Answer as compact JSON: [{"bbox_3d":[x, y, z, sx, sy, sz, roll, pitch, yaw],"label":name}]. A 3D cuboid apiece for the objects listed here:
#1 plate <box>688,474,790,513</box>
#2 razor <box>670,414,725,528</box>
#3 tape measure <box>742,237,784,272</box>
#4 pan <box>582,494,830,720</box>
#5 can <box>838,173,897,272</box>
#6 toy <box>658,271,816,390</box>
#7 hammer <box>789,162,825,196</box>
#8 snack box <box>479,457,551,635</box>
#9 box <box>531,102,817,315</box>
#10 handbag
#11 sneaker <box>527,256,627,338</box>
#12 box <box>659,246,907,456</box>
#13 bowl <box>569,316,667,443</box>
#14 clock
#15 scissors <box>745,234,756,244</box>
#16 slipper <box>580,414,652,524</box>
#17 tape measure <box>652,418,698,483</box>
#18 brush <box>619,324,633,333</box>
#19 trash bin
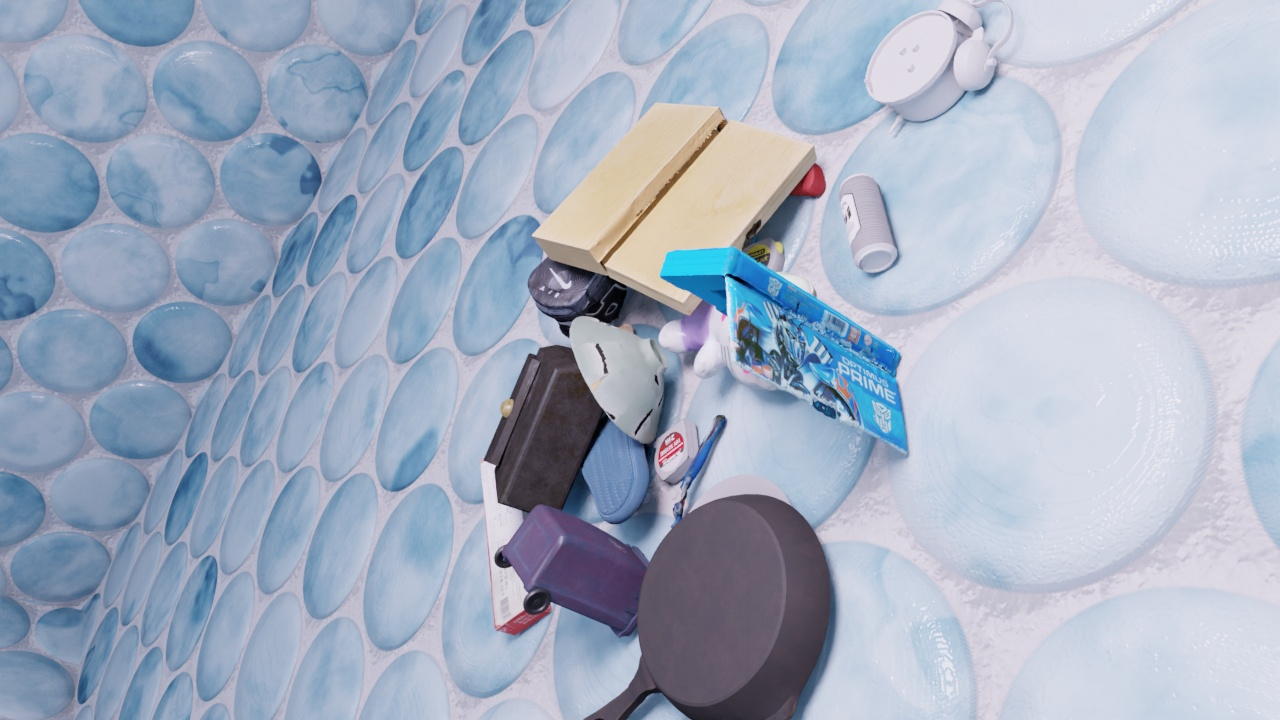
[{"bbox_3d":[0.098,0.202,0.934,0.173,0.019,0.172,-30,47,38],"label":"plate"},{"bbox_3d":[0.062,0.123,1.021,0.018,0.044,0.140,22,78,13],"label":"razor"},{"bbox_3d":[0.140,-0.109,1.076,0.064,0.016,0.065,-15,57,47],"label":"tape measure"},{"bbox_3d":[0.037,0.279,0.907,0.357,0.043,0.248,-49,38,21],"label":"pan"},{"bbox_3d":[0.235,-0.143,0.953,0.044,0.044,0.106,-33,45,36],"label":"can"},{"bbox_3d":[0.109,-0.037,1.014,0.209,0.085,0.137,23,90,56],"label":"toy"},{"bbox_3d":[0.117,-0.234,1.173,0.316,0.036,0.126,23,90,54],"label":"hammer"},{"bbox_3d":[-0.171,0.230,1.241,0.077,0.044,0.272,-38,43,23],"label":"snack box"},{"bbox_3d":[0.035,-0.191,1.080,0.257,0.076,0.246,28,71,36],"label":"box"},{"bbox_3d":[-0.133,0.073,1.188,0.197,0.102,0.199,-67,19,5],"label":"handbag"},{"bbox_3d":[-0.043,-0.126,1.241,0.097,0.151,0.251,25,64,22],"label":"sneaker"},{"bbox_3d":[0.147,-0.023,0.818,0.075,0.243,0.166,-53,37,16],"label":"box"},{"bbox_3d":[-0.006,0.006,1.074,0.068,0.174,0.174,-30,45,19],"label":"bowl"},{"bbox_3d":[0.308,-0.316,0.953,0.160,0.061,0.119,-32,46,39],"label":"clock"},{"bbox_3d":[0.095,-0.122,1.150,0.134,0.016,0.073,-53,41,23],"label":"scissors"},{"bbox_3d":[-0.021,0.120,1.103,0.104,0.059,0.213,-51,23,14],"label":"slipper"},{"bbox_3d":[0.042,0.107,1.063,0.060,0.020,0.062,-42,40,36],"label":"tape measure"},{"bbox_3d":[-0.054,-0.002,1.236,0.117,0.039,0.049,-41,42,36],"label":"brush"},{"bbox_3d":[-0.062,0.232,0.996,0.092,0.160,0.094,-55,36,2],"label":"trash bin"}]
